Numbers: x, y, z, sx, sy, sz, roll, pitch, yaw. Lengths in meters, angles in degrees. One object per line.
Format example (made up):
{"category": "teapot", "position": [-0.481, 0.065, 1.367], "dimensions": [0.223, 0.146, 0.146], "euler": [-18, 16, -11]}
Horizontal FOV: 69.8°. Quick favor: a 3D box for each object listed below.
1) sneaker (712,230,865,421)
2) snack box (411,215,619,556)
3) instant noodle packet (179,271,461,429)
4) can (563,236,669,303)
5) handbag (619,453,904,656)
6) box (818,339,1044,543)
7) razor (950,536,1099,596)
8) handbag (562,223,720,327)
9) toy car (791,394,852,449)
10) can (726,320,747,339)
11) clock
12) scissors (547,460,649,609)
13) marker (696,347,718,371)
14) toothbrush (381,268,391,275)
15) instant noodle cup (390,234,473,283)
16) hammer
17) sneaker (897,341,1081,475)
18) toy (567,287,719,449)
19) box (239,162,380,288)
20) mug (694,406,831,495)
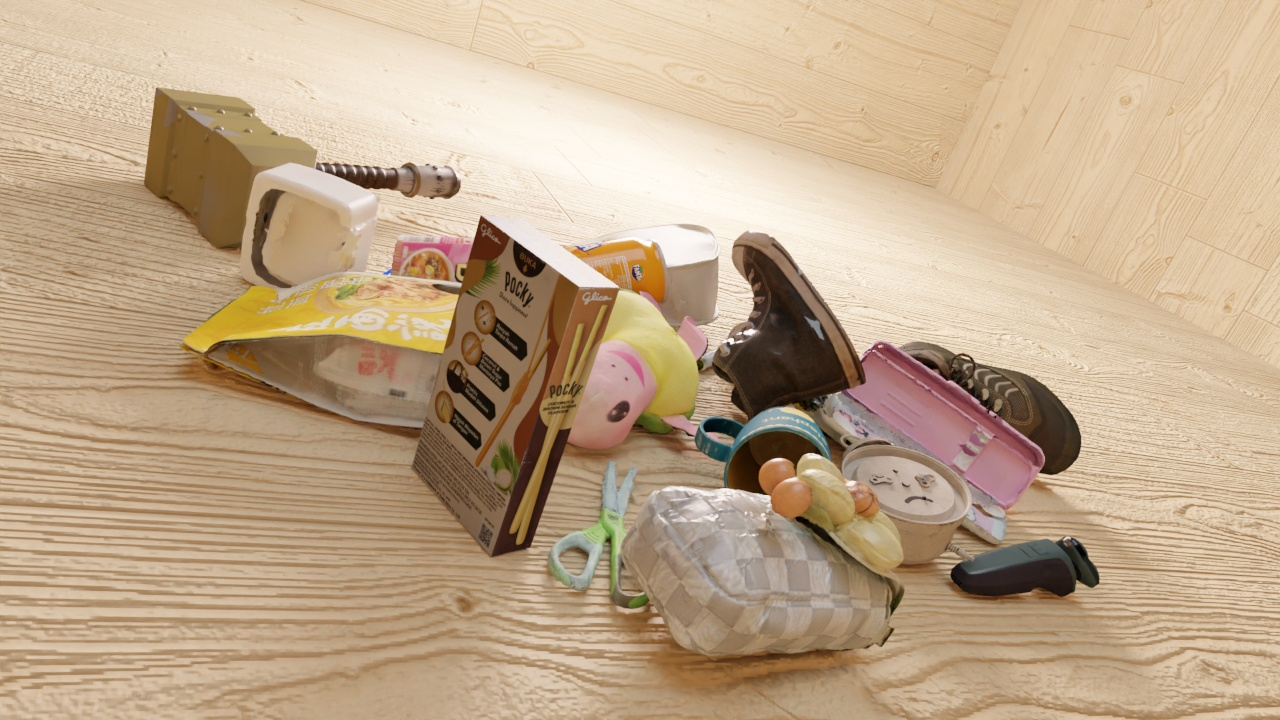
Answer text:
{"category": "sneaker", "position": [0.117, -0.037, 0.915], "dimensions": [0.234, 0.120, 0.095], "euler": [65, 3, 40]}
{"category": "snack box", "position": [-0.084, 0.016, 0.576], "dimensions": [0.031, 0.186, 0.101], "euler": [-4, 32, -45]}
{"category": "instant noodle packet", "position": [-0.215, -0.020, 0.714], "dimensions": [0.221, 0.084, 0.162], "euler": [10, 21, -8]}
{"category": "can", "position": [-0.050, -0.077, 0.914], "dimensions": [0.142, 0.079, 0.079], "euler": [-12, 32, -15]}
{"category": "handbag", "position": [0.082, 0.117, 0.568], "dimensions": [0.171, 0.123, 0.112], "euler": [9, 30, -39]}
{"category": "box", "position": [0.276, 0.081, 0.888], "dimensions": [0.201, 0.073, 0.149], "euler": [37, 57, 13]}
{"category": "razor", "position": [0.313, 0.172, 0.751], "dimensions": [0.142, 0.052, 0.047], "euler": [-2, 27, -24]}
{"category": "handbag", "position": [-0.009, -0.092, 1.060], "dimensions": [0.199, 0.093, 0.200], "euler": [-1, 23, 1]}
{"category": "toy car", "position": [0.191, 0.060, 0.919], "dimensions": [0.105, 0.033, 0.048], "euler": [41, 24, 20]}
{"category": "can", "position": [0.148, -0.014, 1.015], "dimensions": [0.127, 0.064, 0.064], "euler": [-2, 31, -44]}
{"category": "clock", "position": [0.206, 0.112, 0.770], "dimensions": [0.103, 0.061, 0.156], "euler": [0, 30, -15]}
{"category": "scissors", "position": [-0.013, 0.115, 0.641], "dimensions": [0.078, 0.033, 0.175], "euler": [17, 25, 2]}
{"category": "marker", "position": [0.093, -0.009, 1.020], "dimensions": [0.017, 0.017, 0.146], "euler": [28, 23, 19]}
{"category": "toothbrush", "position": [-0.232, -0.101, 0.953], "dimensions": [0.016, 0.018, 0.182], "euler": [45, 21, -5]}
{"category": "instant noodle cup", "position": [-0.174, -0.075, 0.854], "dimensions": [0.108, 0.098, 0.097], "euler": [8, 24, -10]}
{"category": "hammer", "position": [-0.330, -0.201, 0.993], "dimensions": [0.190, 0.101, 0.324], "euler": [34, 25, 31]}
{"category": "sneaker", "position": [0.354, 0.043, 1.004], "dimensions": [0.238, 0.101, 0.142], "euler": [31, 20, 38]}
{"category": "toy", "position": [-0.005, 0.005, 0.800], "dimensions": [0.190, 0.088, 0.237], "euler": [52, 31, -8]}
{"category": "box", "position": [-0.289, -0.102, 0.792], "dimensions": [0.102, 0.107, 0.076], "euler": [22, 25, 4]}
{"category": "mug", "position": [0.099, 0.074, 0.741], "dimensions": [0.112, 0.084, 0.104], "euler": [20, 16, 7]}
